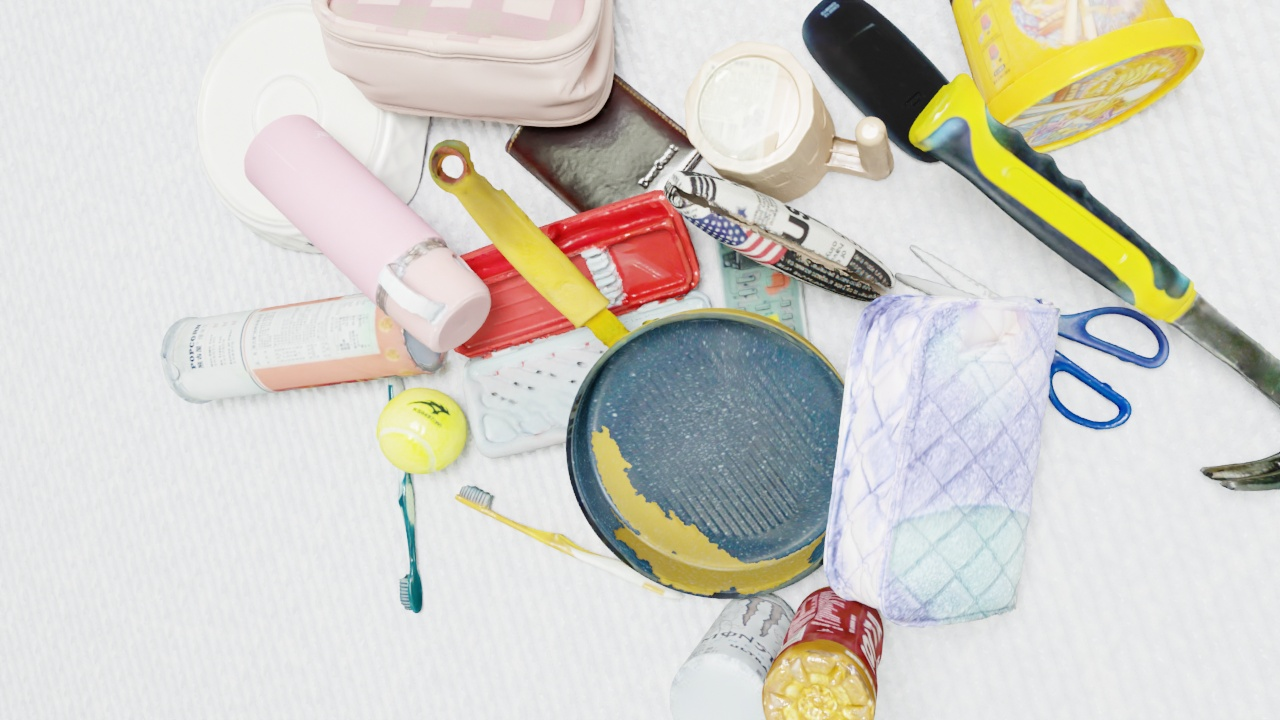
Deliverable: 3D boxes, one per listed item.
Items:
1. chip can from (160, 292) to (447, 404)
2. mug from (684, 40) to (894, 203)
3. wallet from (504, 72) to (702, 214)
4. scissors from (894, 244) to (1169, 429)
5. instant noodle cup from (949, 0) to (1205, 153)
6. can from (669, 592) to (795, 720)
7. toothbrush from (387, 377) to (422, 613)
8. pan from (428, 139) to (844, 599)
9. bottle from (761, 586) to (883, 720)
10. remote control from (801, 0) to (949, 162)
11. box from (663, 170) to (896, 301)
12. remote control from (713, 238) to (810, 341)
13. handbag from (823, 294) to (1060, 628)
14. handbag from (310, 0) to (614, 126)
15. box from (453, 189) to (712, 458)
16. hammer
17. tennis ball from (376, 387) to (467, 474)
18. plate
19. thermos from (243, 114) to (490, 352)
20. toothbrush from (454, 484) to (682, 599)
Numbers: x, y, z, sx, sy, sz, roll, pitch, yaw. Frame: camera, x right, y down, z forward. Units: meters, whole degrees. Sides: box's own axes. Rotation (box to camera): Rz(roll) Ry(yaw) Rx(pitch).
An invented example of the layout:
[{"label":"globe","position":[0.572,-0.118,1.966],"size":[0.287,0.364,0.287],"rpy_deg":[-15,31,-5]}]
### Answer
[{"label":"chip can","position":[-0.258,-0.012,0.709],"size":[0.215,0.071,0.071],"rpy_deg":[-7,89,17]},{"label":"mug","position":[0.096,-0.143,0.581],"size":[0.125,0.103,0.084],"rpy_deg":[17,96,16]},{"label":"wallet","position":[-0.027,-0.152,0.664],"size":[0.122,0.020,0.096],"rpy_deg":[42,102,10]},{"label":"scissors","position":[0.241,-0.014,0.588],"size":[0.173,0.012,0.133],"rpy_deg":[1,92,19]},{"label":"instant noodle cup","position":[0.241,-0.196,0.533],"size":[0.119,0.118,0.114],"rpy_deg":[-21,77,16]},{"label":"can","position":[0.064,0.190,0.576],"size":[0.058,0.146,0.058],"rpy_deg":[0,91,17]},{"label":"toothbrush","position":[-0.187,0.103,0.720],"size":[0.018,0.016,0.191],"rpy_deg":[-5,90,27]},{"label":"pan","position":[-0.003,0.003,0.587],"size":[0.198,0.078,0.357],"rpy_deg":[-37,94,19]},{"label":"bottle","position":[0.114,0.173,0.545],"size":[0.057,0.174,0.057],"rpy_deg":[1,92,17]},{"label":"remote control","position":[0.160,-0.188,0.601],"size":[0.053,0.024,0.136],"rpy_deg":[-43,79,12]},{"label":"box","position":[0.090,-0.079,0.571],"size":[0.164,0.069,0.052],"rpy_deg":[20,90,-23]},{"label":"remote control","position":[0.086,-0.033,0.630],"size":[0.056,0.019,0.135],"rpy_deg":[-8,89,17]},{"label":"handbag","position":[0.180,0.054,0.547],"size":[0.076,0.134,0.194],"rpy_deg":[20,105,60]},{"label":"handbag","position":[-0.104,-0.286,0.641],"size":[0.193,0.093,0.234],"rpy_deg":[10,75,8]},{"label":"box","position":[-0.047,-0.023,0.657],"size":[0.201,0.058,0.161],"rpy_deg":[-16,97,18]},{"label":"hammer","position":[0.283,-0.040,0.511],"size":[0.323,0.032,0.126],"rpy_deg":[35,103,-8]},{"label":"tennis ball","position":[-0.163,0.052,0.684],"size":[0.065,0.065,0.065],"rpy_deg":[0,91,17]},{"label":"plate","position":[-0.266,-0.187,0.722],"size":[0.205,0.045,0.205],"rpy_deg":[0,91,16]},{"label":"thermos","position":[-0.191,-0.088,0.627],"size":[0.198,0.087,0.067],"rpy_deg":[43,100,16]},{"label":"toothbrush","position":[-0.055,0.133,0.680],"size":[0.191,0.016,0.018],"rpy_deg":[21,88,16]}]
